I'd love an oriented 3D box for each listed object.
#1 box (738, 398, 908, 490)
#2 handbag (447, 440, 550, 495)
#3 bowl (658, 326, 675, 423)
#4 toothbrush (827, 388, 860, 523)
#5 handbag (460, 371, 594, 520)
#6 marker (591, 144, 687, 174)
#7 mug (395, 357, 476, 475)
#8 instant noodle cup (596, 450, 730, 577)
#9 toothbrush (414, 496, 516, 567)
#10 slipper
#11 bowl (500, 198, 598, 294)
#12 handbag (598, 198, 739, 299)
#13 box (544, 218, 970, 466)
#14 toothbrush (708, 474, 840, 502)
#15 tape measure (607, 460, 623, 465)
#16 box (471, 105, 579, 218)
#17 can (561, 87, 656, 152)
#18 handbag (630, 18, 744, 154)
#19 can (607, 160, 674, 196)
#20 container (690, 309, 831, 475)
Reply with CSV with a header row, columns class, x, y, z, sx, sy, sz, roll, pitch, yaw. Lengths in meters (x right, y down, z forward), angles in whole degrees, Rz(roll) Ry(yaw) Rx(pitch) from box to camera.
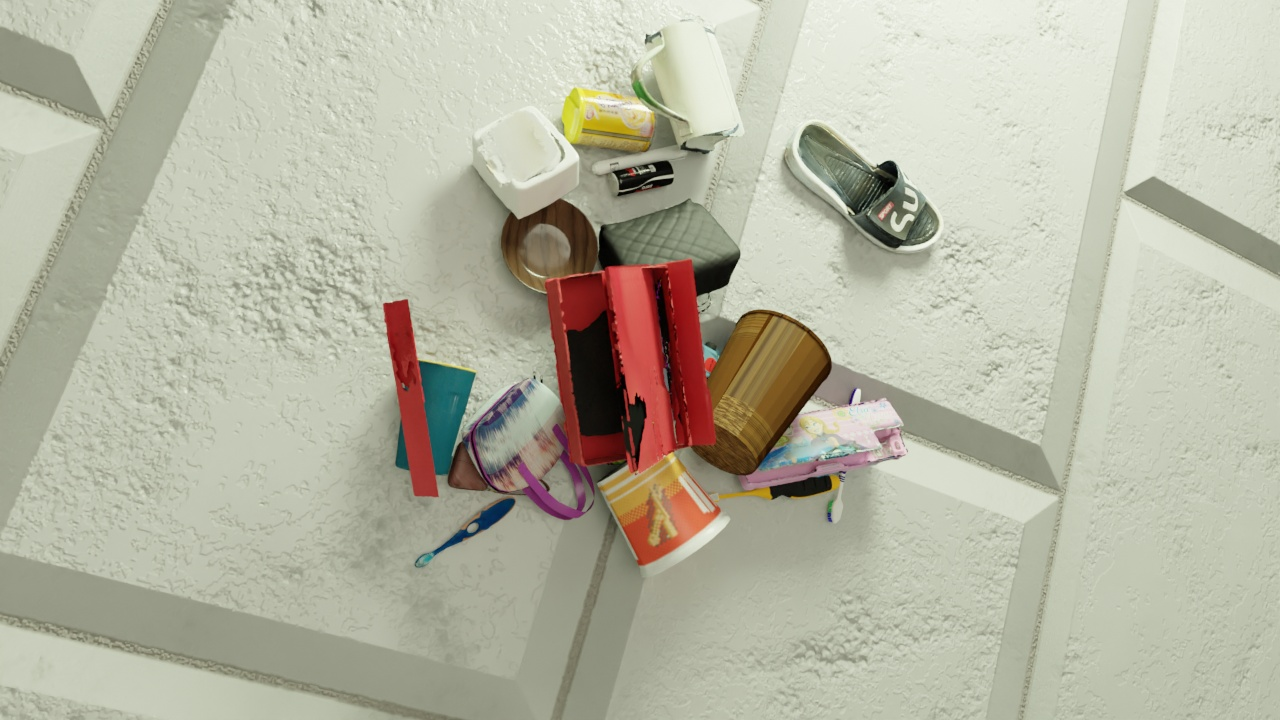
class,x,y,z,sx,sy,sz,roll,pitch,yaw
box,0.233,0.101,1.178,0.230,0.063,0.084,-8,70,-16
handbag,-0.161,0.135,1.067,0.119,0.029,0.055,20,73,-22
bowl,-0.007,0.006,1.099,0.150,0.074,0.151,-3,108,-11
toothbrush,0.275,0.127,1.232,0.015,0.016,0.186,17,76,-18
handbag,-0.116,0.111,1.060,0.170,0.068,0.144,53,50,-14
marker,-0.001,-0.255,1.173,0.133,0.017,0.020,-17,127,-21
mug,-0.232,0.064,1.023,0.078,0.078,0.121,11,85,-19
instant noodle cup,0.020,0.169,1.084,0.123,0.124,0.121,-33,88,-21
toothbrush,-0.198,0.196,1.048,0.134,0.017,0.021,-33,98,-20
slipper,0.319,-0.239,1.267,0.264,0.063,0.111,34,74,-11
bowl,-0.113,-0.136,1.109,0.119,0.032,0.119,2,83,-20
handbag,0.027,-0.122,1.144,0.153,0.115,0.125,-21,66,-18
box,0.110,-0.012,0.971,0.426,0.127,0.213,-6,93,13
toothbrush,0.168,0.168,1.183,0.196,0.031,0.031,-5,73,-16
tape measure,-0.046,0.102,1.091,0.058,0.066,0.035,36,81,-6
box,-0.136,-0.245,1.060,0.102,0.102,0.108,-32,68,-21
can,-0.039,-0.297,1.135,0.105,0.068,0.067,3,83,-21
handbag,0.054,-0.339,1.130,0.175,0.074,0.151,-16,89,-53
can,0.001,-0.231,1.162,0.080,0.032,0.031,-17,90,-21
container,0.135,0.043,1.113,0.132,0.132,0.166,42,62,-11
